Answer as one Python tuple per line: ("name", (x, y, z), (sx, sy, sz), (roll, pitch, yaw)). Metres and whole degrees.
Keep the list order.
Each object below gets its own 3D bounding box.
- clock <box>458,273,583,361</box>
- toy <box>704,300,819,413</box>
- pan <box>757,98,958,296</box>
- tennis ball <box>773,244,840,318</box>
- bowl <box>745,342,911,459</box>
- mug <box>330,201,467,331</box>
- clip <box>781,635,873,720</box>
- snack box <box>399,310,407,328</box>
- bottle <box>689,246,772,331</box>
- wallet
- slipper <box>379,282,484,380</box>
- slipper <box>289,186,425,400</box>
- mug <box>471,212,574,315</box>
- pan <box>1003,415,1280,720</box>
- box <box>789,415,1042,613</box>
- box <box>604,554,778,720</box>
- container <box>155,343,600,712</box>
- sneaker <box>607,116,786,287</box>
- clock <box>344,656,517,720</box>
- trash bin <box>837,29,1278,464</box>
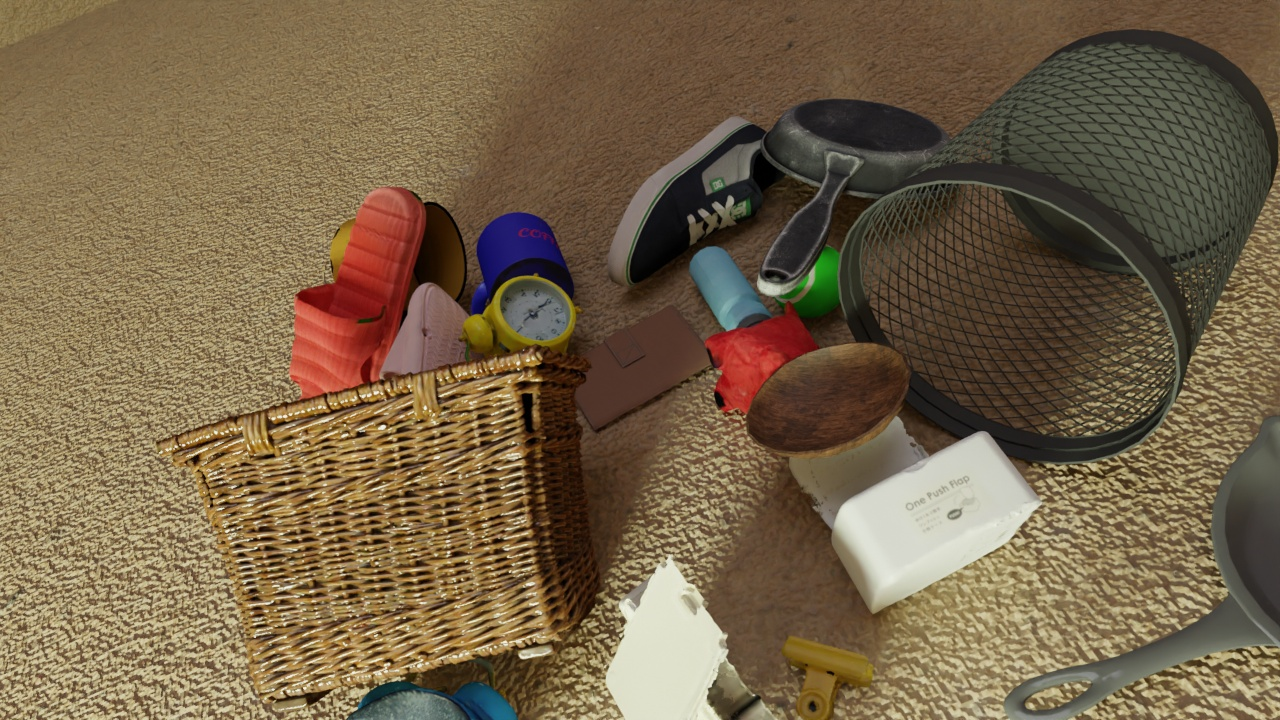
("clock", (-0.106, -0.022, 0.806), (0.083, 0.057, 0.118), (39, 53, 2))
("toy", (0.122, 0.011, 0.693), (0.093, 0.088, 0.133), (-27, 44, -24))
("pan", (0.171, -0.155, 0.799), (0.187, 0.055, 0.355), (18, 37, 18))
("tennis ball", (0.141, -0.068, 0.772), (0.065, 0.065, 0.065), (-11, 43, 11))
("bowl", (0.126, 0.032, 0.602), (0.114, 0.026, 0.101), (-5, 40, 42))
("mug", (-0.234, -0.084, 0.886), (0.094, 0.100, 0.123), (-6, 76, 19))
("clip", (0.108, 0.191, 0.549), (0.054, 0.045, 0.049), (9, 26, 27))
("snack box", (-0.228, 0.002, 0.878), (0.082, 0.027, 0.150), (-15, 43, 7))
("bottle", (0.081, -0.051, 0.797), (0.040, 0.040, 0.130), (-24, 42, -2))
("wallet", (-0.005, 0.005, 0.795), (0.121, 0.013, 0.087), (-30, 45, -6))
("slipper", (-0.174, 0.030, 0.781), (0.056, 0.107, 0.221), (-23, 45, 25))
("slipper", (-0.260, -0.038, 0.802), (0.104, 0.059, 0.249), (17, 91, 34))
("mug", (-0.123, -0.077, 0.887), (0.111, 0.079, 0.083), (-44, 39, 17))
("pan", (0.368, 0.134, 0.504), (0.354, 0.024, 0.216), (-21, 42, 0))
("box", (0.160, 0.073, 0.586), (0.109, 0.121, 0.136), (-24, 64, -4))
("box", (0.015, 0.172, 0.488), (0.070, 0.186, 0.143), (-35, 37, -13))
("container", (-0.148, 0.107, 0.608), (0.250, 0.162, 0.183), (-13, 87, 8))
("sneaker", (0.062, -0.147, 0.878), (0.079, 0.084, 0.234), (30, 61, 26))
("clock", (-0.136, 0.252, 0.564), (0.117, 0.060, 0.161), (-4, 43, 19))
("trash bin", (0.291, -0.086, 0.628), (0.218, 0.218, 0.226), (23, 54, 37))
